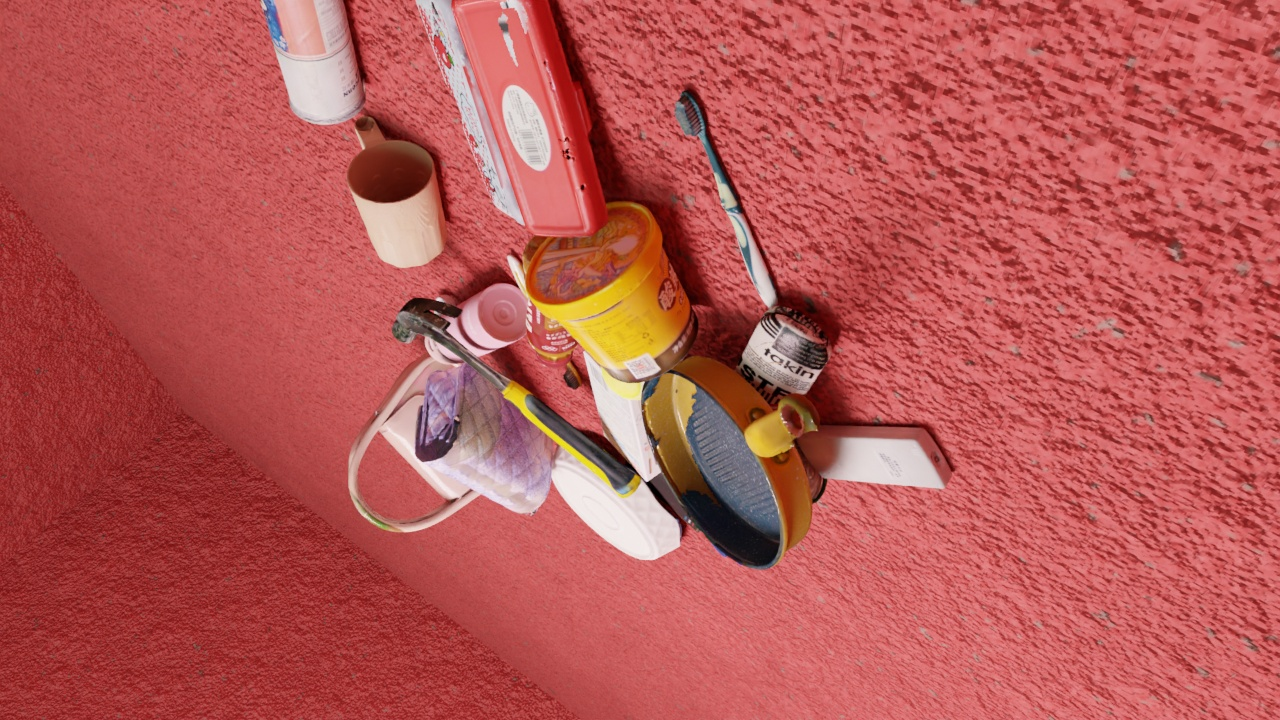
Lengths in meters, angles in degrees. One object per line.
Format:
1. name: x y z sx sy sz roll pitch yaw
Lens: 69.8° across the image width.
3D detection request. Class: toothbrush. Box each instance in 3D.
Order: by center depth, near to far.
1. toothbrush: 0.065 -0.109 0.671 0.016 0.018 0.192 11 140 44
2. toothbrush: -0.104 -0.037 0.991 0.016 0.018 0.191 14 142 39

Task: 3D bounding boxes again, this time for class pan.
1. pan: 0.079 0.072 0.730 0.197 0.078 0.358 58 157 8

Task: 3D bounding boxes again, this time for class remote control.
1. remote control: 0.194 0.079 0.777 0.135 0.019 0.056 -4 129 54

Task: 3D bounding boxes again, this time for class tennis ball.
1. tennis ball: -0.005 0.005 0.875 0.065 0.065 0.066 31 151 19

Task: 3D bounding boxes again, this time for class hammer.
1. hammer: -0.130 0.043 1.003 0.323 0.031 0.126 40 155 -9

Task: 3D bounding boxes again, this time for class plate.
1. plate: -0.038 0.182 1.182 0.205 0.045 0.205 36 156 19

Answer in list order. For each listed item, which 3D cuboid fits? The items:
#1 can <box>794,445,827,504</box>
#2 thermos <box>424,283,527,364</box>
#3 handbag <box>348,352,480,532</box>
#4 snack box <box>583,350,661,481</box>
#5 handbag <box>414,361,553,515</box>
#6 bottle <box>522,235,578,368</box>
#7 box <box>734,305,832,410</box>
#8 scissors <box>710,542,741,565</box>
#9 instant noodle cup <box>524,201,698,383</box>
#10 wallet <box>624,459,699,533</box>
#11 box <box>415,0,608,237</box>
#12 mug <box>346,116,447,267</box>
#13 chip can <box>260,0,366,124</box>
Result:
1. can: 0.112 0.115 0.891 0.058 0.058 0.147 49 152 -15
2. thermos: -0.194 -0.046 1.055 0.199 0.067 0.087 -14 89 60
3. handbag: -0.282 0.120 1.213 0.193 0.233 0.094 49 154 -14
4. snack box: -0.017 0.056 0.982 0.084 0.026 0.157 45 159 34
5. handbag: -0.185 0.095 1.110 0.076 0.134 0.194 -17 145 25
6. bottle: -0.085 -0.052 0.903 0.057 0.057 0.175 34 152 15
7. box: 0.110 0.013 0.759 0.069 0.052 0.164 19 149 5
8. scissors: 0.060 0.157 1.021 0.172 0.012 0.133 50 164 16
9. instant noodle cup: -0.017 -0.051 0.763 0.119 0.118 0.114 12 148 44
10. wallet: 0.033 0.148 1.087 0.122 0.020 0.096 38 153 11
11. box: -0.106 -0.194 0.718 0.161 0.058 0.201 18 136 41
12. mug: -0.252 -0.171 0.937 0.124 0.084 0.104 56 162 27
13. chip can: -0.288 -0.305 0.783 0.071 0.071 0.215 34 151 14
